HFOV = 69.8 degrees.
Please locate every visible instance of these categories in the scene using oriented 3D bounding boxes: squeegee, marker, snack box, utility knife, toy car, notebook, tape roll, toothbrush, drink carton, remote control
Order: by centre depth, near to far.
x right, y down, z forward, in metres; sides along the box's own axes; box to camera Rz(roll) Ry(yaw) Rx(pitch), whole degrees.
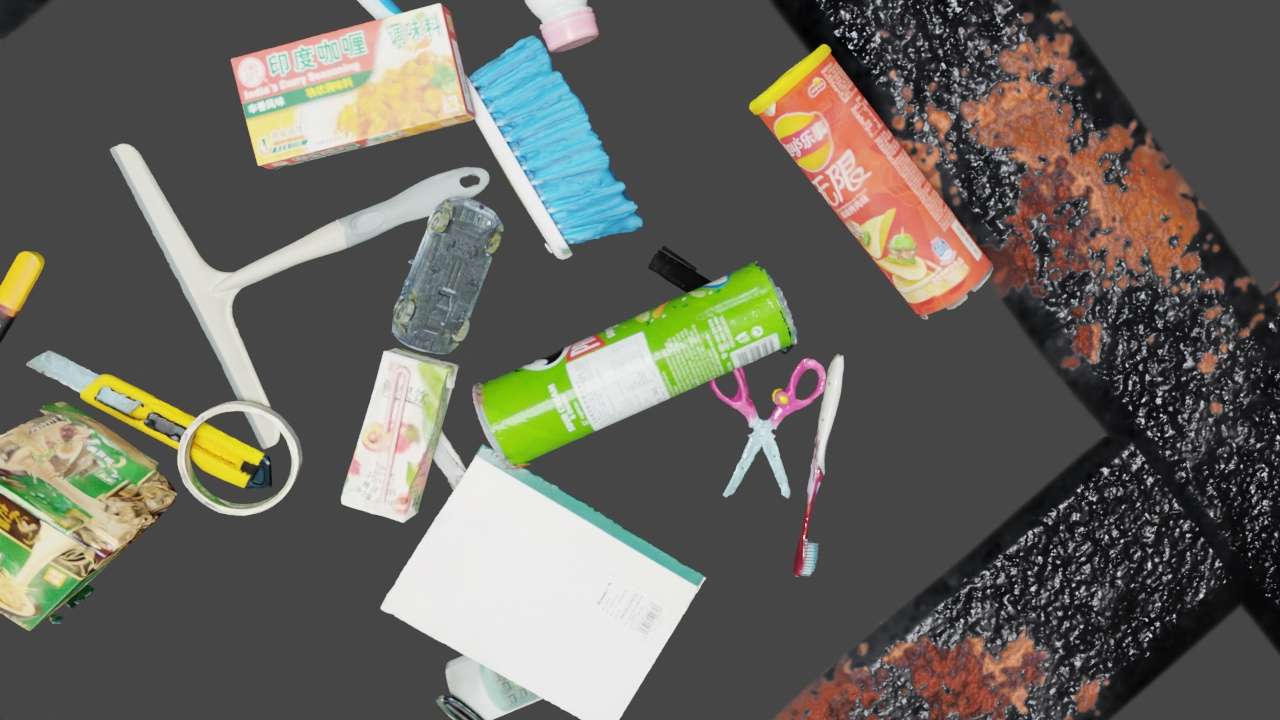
[{"bbox_3d":[-0.201,-0.190,0.644,0.156,0.027,0.077,-12,94,6],"label":"snack box"},{"bbox_3d":[-0.422,0.115,0.651,0.117,0.118,0.106,39,101,-9],"label":"snack box"},{"bbox_3d":[-0.472,-0.026,0.673,0.018,0.015,0.124,32,95,-7],"label":"marker"},{"bbox_3d":[-0.226,-0.090,0.679,0.246,0.039,0.246,-24,99,-3],"label":"squeegee"},{"bbox_3d":[-0.299,0.073,0.686,0.085,0.014,0.086,-1,101,-7],"label":"tape roll"},{"bbox_3d":[-0.146,-0.063,0.687,0.054,0.037,0.121,19,98,-33],"label":"toy car"},{"bbox_3d":[-0.367,0.046,0.691,0.197,0.015,0.033,30,93,-9],"label":"utility knife"},{"bbox_3d":[-0.181,0.055,0.691,0.053,0.045,0.122,17,95,0],"label":"drink carton"},{"bbox_3d":[-0.074,0.181,0.721,0.209,0.012,0.150,32,89,-7],"label":"notebook"},{"bbox_3d":[0.066,-0.047,0.725,0.132,0.020,0.022,31,83,-8],"label":"marker"},{"bbox_3d":[-0.096,0.325,0.740,0.016,0.018,0.181,-43,106,8],"label":"toothbrush"},{"bbox_3d":[-0.087,0.246,0.742,0.135,0.019,0.056,-21,99,-3],"label":"remote control"},{"bbox_3d":[0.149,0.088,0.751,0.017,0.016,0.187,8,96,-15],"label":"toothbrush"}]

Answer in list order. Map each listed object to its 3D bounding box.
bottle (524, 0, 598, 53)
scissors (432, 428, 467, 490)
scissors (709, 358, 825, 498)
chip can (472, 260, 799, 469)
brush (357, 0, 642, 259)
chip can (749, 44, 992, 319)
[{"bbox_3d":[-0.081,-0.323,0.656,0.068,0.068,0.197,-19,102,-4],"label":"bottle"},{"bbox_3d":[-0.147,0.102,0.723,0.173,0.014,0.141,22,92,-8],"label":"scissors"},{"bbox_3d":[0.093,0.050,0.742,0.124,0.017,0.133,28,97,-10],"label":"scissors"},{"bbox_3d":[-0.004,0.004,0.685,0.236,0.072,0.072,-24,98,3],"label":"chip can"},{"bbox_3d":[-0.120,-0.211,0.672,0.109,0.060,0.314,-30,96,1],"label":"brush"},{"bbox_3d":[0.178,-0.134,0.701,0.073,0.073,0.216,-42,99,0],"label":"chip can"}]
